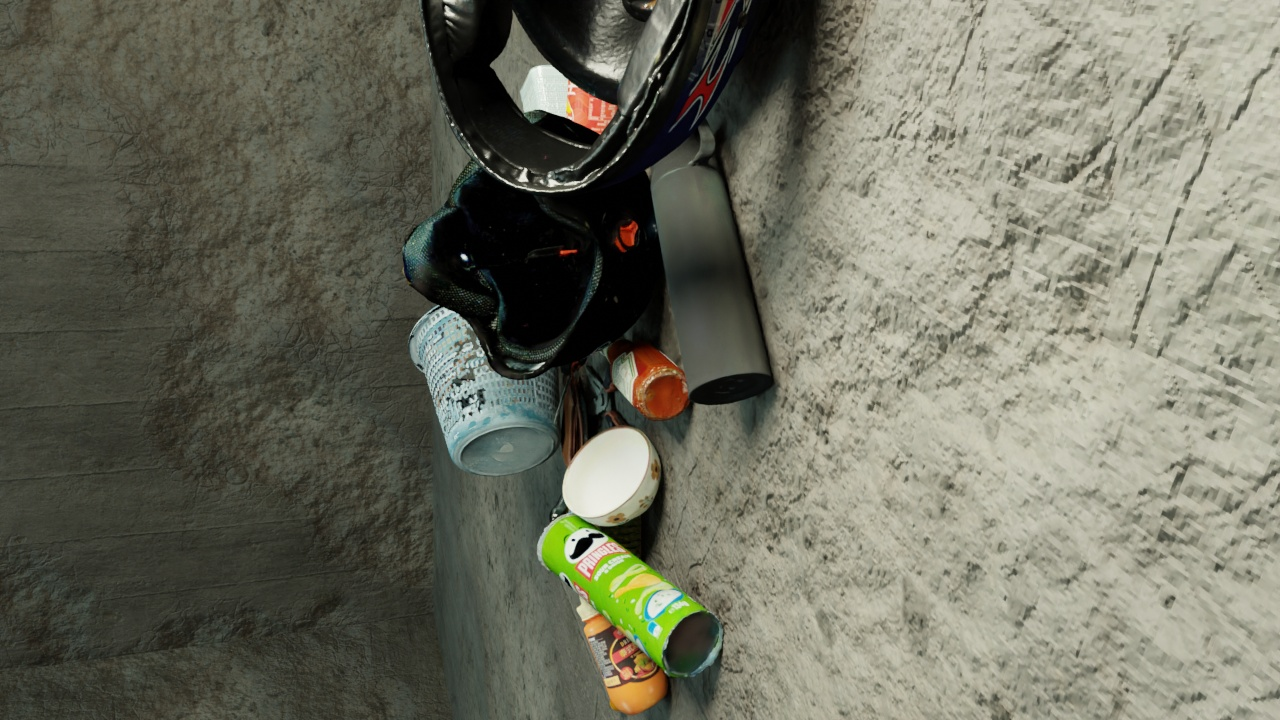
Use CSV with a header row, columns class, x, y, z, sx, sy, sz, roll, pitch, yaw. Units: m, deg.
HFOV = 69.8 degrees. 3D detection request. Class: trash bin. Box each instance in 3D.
class,x,y,z,sx,sy,sz,roll,pitch,yaw
trash bin,-0.199,0.045,1.281,0.227,0.226,0.194,111,149,-51

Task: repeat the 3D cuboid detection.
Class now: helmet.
class,x,y,z,sx,sy,sz,roll,pitch,yaw
helmet,-0.088,-0.113,0.934,0.234,0.229,0.274,-27,70,43
helmet,-0.013,-0.287,0.650,0.239,0.247,0.316,-43,-31,-61

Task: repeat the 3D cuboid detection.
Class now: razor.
class,x,y,z,sx,sy,sz,roll,pitch,yaw
razor,-0.068,0.204,1.183,0.168,0.067,0.062,-7,94,65

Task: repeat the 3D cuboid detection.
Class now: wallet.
class,x,y,z,sx,sy,sz,roll,pitch,yaw
wallet,-0.090,0.082,1.252,0.124,0.032,0.101,-115,27,-69

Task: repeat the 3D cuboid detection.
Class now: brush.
class,x,y,z,sx,sy,sz,roll,pitch,yaw
brush,-0.030,0.220,1.068,0.073,0.063,0.146,-145,55,-76

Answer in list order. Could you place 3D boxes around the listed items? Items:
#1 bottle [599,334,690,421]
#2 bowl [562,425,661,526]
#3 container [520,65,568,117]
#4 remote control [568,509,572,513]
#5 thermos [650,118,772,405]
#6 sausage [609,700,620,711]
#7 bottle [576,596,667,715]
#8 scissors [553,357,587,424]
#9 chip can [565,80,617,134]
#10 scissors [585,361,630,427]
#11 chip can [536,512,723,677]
class,x,y,z,sx,sy,sz,roll,pitch,yaw
bottle,-0.006,0.006,0.966,0.206,0.059,0.060,-137,47,-66
bowl,-0.021,0.134,0.998,0.062,0.113,0.113,46,-170,-37
container,-0.092,-0.292,1.132,0.090,0.090,0.111,161,102,-71
remote control,-0.056,0.163,1.121,0.049,0.024,0.125,29,95,60
thermos,0.053,-0.091,0.756,0.090,0.068,0.242,116,146,-65
sausage,-0.016,0.385,1.113,0.166,0.021,0.021,105,154,-43
bottle,-0.028,0.309,1.006,0.149,0.066,0.067,61,157,7
scissors,-0.068,-0.014,1.111,0.221,0.022,0.229,-56,-11,-86
chip can,-0.045,-0.326,1.007,0.073,0.073,0.217,-126,37,-58
scissors,-0.037,0.049,1.136,0.227,0.015,0.188,112,149,-53
chip can,-0.017,0.230,0.925,0.236,0.072,0.072,24,117,52
